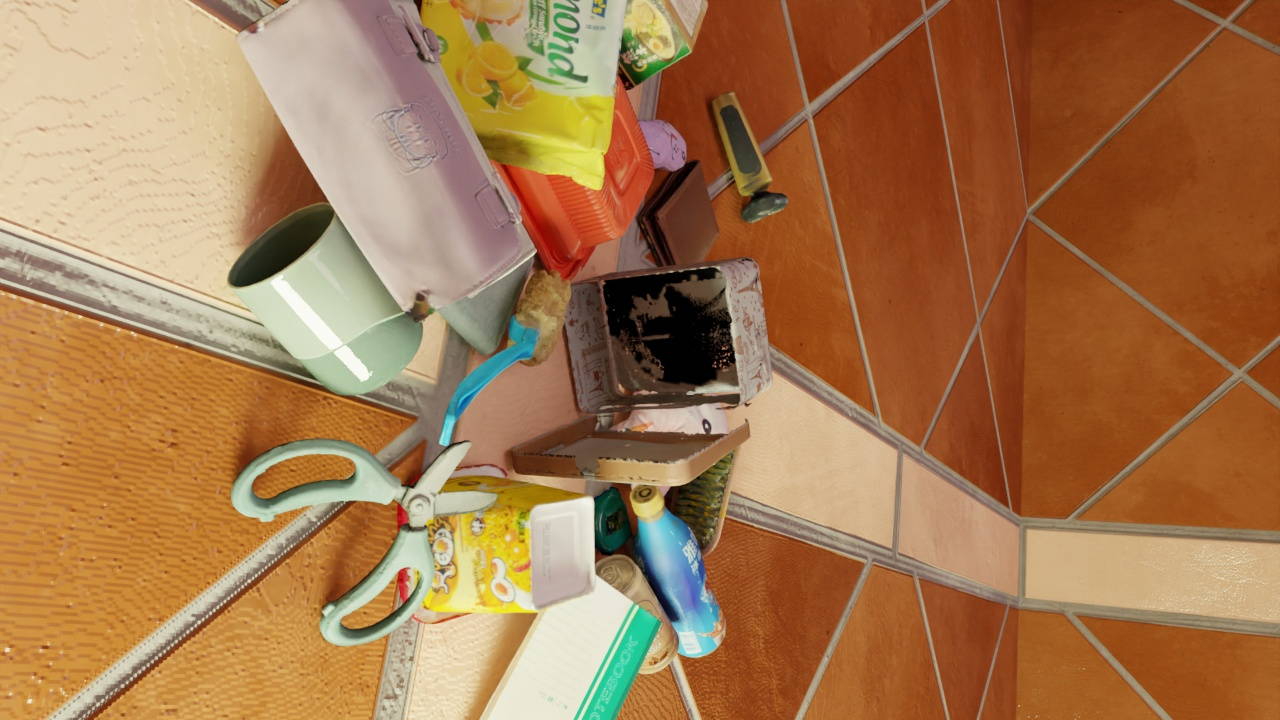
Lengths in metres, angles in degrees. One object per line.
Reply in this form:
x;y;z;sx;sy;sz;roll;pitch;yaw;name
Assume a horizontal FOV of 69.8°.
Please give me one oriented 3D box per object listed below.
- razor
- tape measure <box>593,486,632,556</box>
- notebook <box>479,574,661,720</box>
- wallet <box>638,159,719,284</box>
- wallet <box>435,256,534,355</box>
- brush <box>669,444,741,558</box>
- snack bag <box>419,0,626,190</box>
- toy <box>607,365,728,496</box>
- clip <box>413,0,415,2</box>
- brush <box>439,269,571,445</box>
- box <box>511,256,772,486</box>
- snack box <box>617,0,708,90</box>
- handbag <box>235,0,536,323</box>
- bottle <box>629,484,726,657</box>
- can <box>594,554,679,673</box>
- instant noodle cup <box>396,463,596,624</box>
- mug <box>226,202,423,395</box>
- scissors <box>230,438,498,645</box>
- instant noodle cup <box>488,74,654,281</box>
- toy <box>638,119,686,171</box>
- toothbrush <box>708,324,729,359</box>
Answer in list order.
0.130;-0.250;1.132;0.067;0.062;0.167;-90;157;-66;razor
-0.031;0.158;0.890;0.054;0.025;0.058;-33;114;-53;tape measure
-0.068;0.292;0.786;0.150;0.012;0.208;46;65;-40;notebook
0.049;-0.152;1.026;0.124;0.032;0.101;-57;136;-40;wallet
-0.139;-0.083;0.734;0.130;0.037;0.106;50;50;-43;wallet
0.067;0.151;1.009;0.073;0.063;0.145;84;18;-68;brush
-0.093;-0.263;0.726;0.068;0.158;0.246;123;-26;-78;snack bag
0.029;0.073;0.946;0.121;0.054;0.159;49;50;-7;toy
-0.190;-0.291;0.692;0.057;0.014;0.045;27;64;-51;clip
-0.102;-0.004;0.702;0.254;0.046;0.083;-61;173;-64;brush
-0.003;0.000;0.806;0.197;0.181;0.157;-24;109;-54;box
-0.001;-0.334;0.888;0.117;0.106;0.118;49;47;-41;snack box
-0.153;-0.134;0.597;0.197;0.098;0.144;63;14;-13;handbag
0.032;0.210;0.926;0.065;0.065;0.219;-55;137;-42;bottle
-0.008;0.247;0.887;0.058;0.059;0.116;-58;133;-40;can
-0.105;0.139;0.693;0.115;0.124;0.116;1;87;-55;instant noodle cup
-0.200;-0.045;0.610;0.106;0.082;0.111;57;20;-36;mug
-0.183;0.124;0.616;0.170;0.019;0.181;2;107;-22;scissors
-0.051;-0.184;0.835;0.164;0.079;0.188;62;37;-38;instant noodle cup
0.011;-0.230;0.966;0.107;0.039;0.084;-15;79;-54;toy
0.090;-0.031;1.083;0.027;0.026;0.212;104;13;-47;toothbrush
